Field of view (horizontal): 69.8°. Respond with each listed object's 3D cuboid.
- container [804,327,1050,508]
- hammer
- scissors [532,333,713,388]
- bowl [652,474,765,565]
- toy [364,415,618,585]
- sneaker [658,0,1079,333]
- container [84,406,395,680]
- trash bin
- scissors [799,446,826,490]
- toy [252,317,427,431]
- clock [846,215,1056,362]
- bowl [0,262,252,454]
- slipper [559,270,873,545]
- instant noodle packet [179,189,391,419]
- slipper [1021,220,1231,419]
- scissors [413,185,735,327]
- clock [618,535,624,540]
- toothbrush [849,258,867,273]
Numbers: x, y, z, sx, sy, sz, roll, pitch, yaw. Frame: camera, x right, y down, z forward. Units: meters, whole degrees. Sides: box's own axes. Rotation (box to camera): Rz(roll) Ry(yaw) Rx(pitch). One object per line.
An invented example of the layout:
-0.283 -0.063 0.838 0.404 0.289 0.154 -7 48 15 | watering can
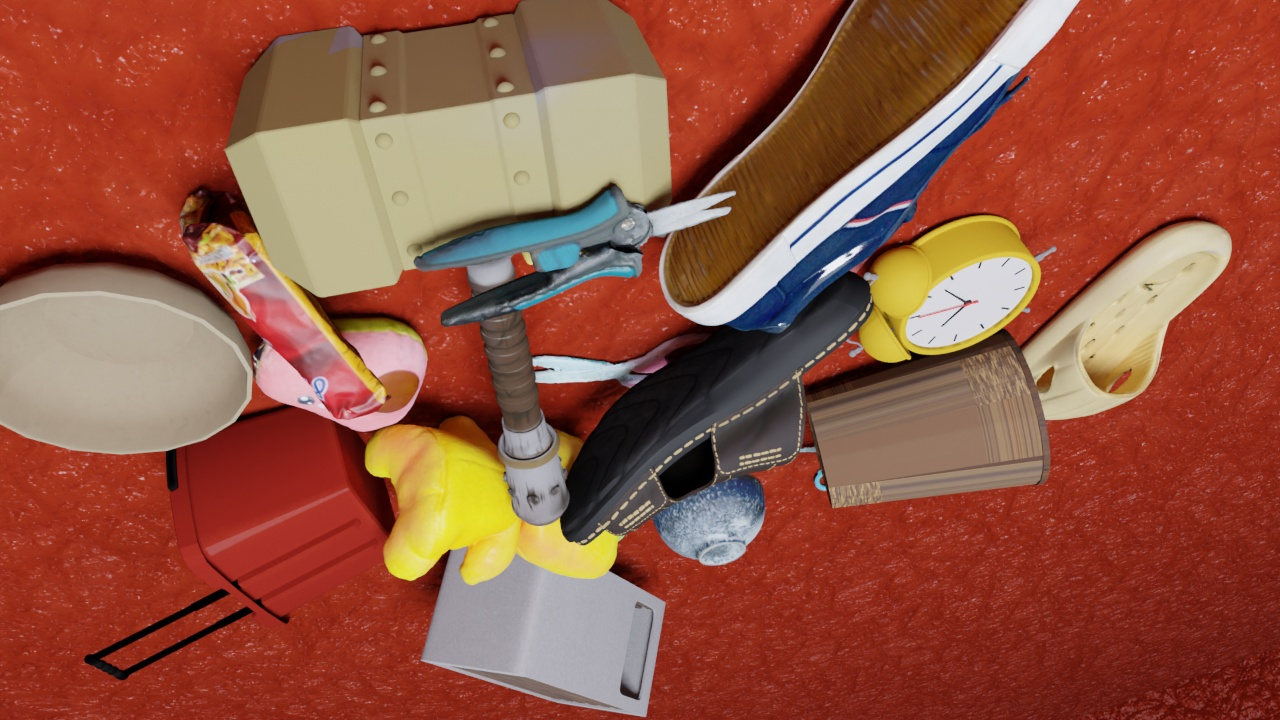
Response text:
0.230 0.056 0.764 0.167 0.132 0.132 -14 144 8 | container
-0.079 -0.018 0.522 0.190 0.100 0.325 -11 133 -6 | hammer
-0.014 0.019 0.715 0.178 0.016 0.103 -5 141 -14 | scissors
0.073 0.164 0.899 0.114 0.060 0.115 -11 144 -8 | bowl
-0.100 0.093 0.682 0.193 0.134 0.088 13 138 -40 | toy
0.143 -0.122 0.510 0.127 0.120 0.295 18 125 -37 | sneaker
-0.292 0.125 0.662 0.200 0.127 0.148 -22 145 -7 | container
-0.084 0.261 0.891 0.115 0.114 0.229 -4 151 30 | trash bin
0.209 0.087 0.886 0.133 0.015 0.135 -18 149 1 | scissors
-0.198 0.007 0.604 0.109 0.051 0.090 10 132 -27 | toy
0.223 -0.049 0.681 0.152 0.052 0.114 -15 144 -6 | clock
-0.311 -0.007 0.545 0.152 0.050 0.153 -10 143 -7 | bowl
0.053 0.040 0.629 0.268 0.113 0.076 -39 115 10 | slipper
-0.195 -0.030 0.498 0.039 0.098 0.135 -40 126 -16 | instant noodle packet
0.401 -0.005 0.780 0.111 0.079 0.262 0 141 -24 | slipper
-0.033 -0.054 0.419 0.142 0.019 0.128 17 124 -30 | scissors
-0.046 0.134 0.831 0.094 0.042 0.120 6 138 -24 | clock
0.144 -0.049 0.680 0.016 0.016 0.190 5 139 -24 | toothbrush
